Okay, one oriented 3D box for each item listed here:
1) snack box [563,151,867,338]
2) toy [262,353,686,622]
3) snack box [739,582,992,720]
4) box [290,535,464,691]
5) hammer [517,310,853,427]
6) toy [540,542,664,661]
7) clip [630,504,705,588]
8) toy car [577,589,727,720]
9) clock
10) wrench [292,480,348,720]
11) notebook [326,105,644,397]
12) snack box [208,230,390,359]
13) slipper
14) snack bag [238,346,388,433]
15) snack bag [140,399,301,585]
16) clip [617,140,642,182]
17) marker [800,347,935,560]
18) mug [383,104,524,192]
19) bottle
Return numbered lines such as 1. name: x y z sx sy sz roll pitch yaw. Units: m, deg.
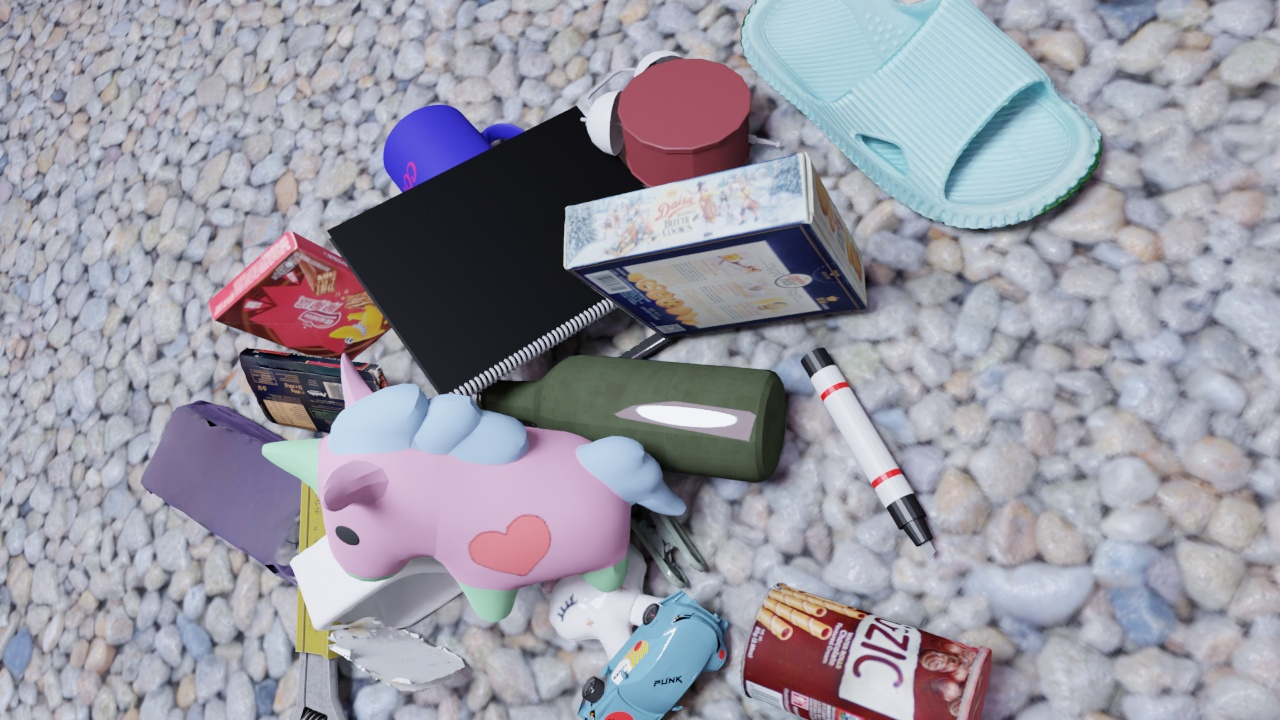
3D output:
1. snack box: 0.050 -0.060 0.554 0.145 0.144 0.042 -9 71 23
2. toy: -0.087 0.075 0.541 0.222 0.171 0.120 -12 39 -2
3. snack box: 0.124 0.175 0.510 0.121 0.072 0.072 13 81 29
4. box: -0.158 0.175 0.629 0.103 0.110 0.130 -36 62 12
5. hammer: -0.004 0.004 0.655 0.325 0.015 0.095 -32 65 15
6. toy: -0.026 0.155 0.607 0.125 0.037 0.076 42 89 23
7. clip: 0.013 0.116 0.610 0.047 0.023 0.076 -45 59 10
8. toy car: 0.008 0.197 0.567 0.108 0.060 0.027 -51 17 6
9. clock: 0.024 -0.171 0.653 0.138 0.048 0.096 33 66 25
10. wrench: -0.235 0.198 0.682 0.084 0.018 0.273 0 85 15
11. notebook: -0.085 -0.079 0.637 0.206 0.016 0.149 -33 77 -21
12. snack box: -0.255 -0.044 0.723 0.089 0.133 0.021 -37 62 12
13. slipper: 0.164 -0.185 0.598 0.116 0.069 0.276 -49 60 10
14. snack bag: -0.259 0.029 0.744 0.155 0.075 0.018 7 36 28
15. snack bag: -0.330 0.103 0.760 0.206 0.058 0.096 19 83 29
16. clip: 0.002 -0.147 0.687 0.062 0.047 0.025 30 90 2
17. marker: 0.141 0.056 0.565 0.019 0.019 0.145 -33 64 14
18. mug: -0.137 -0.155 0.736 0.111 0.079 0.083 -31 60 -17
19. bottle: -0.012 0.033 0.607 0.207 0.071 0.071 5 77 22
